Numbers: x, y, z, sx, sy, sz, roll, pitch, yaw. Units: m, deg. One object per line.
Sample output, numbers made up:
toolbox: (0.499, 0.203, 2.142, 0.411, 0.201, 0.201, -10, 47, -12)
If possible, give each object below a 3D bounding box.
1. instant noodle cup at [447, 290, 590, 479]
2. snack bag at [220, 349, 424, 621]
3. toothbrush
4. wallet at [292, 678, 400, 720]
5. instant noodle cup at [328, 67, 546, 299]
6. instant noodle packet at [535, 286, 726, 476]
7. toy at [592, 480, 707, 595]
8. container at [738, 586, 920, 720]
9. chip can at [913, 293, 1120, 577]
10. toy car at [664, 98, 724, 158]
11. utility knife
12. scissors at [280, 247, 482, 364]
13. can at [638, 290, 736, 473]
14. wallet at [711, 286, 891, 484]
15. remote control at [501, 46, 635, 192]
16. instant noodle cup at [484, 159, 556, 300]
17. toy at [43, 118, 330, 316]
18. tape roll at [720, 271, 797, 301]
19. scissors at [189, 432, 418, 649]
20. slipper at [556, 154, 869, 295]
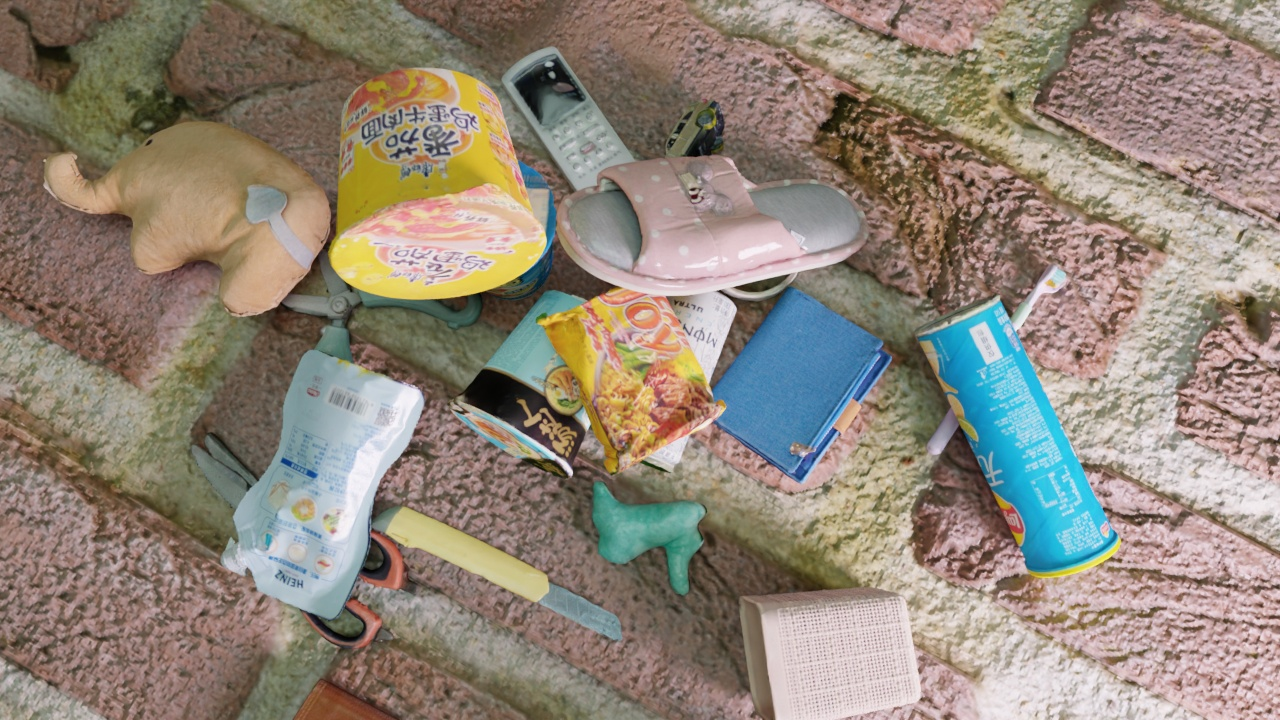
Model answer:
instant noodle cup: (-0.072, 0.013, 0.714, 0.111, 0.111, 0.120, 29, 74, 4)
snack bag: (-0.248, 0.094, 0.715, 0.110, 0.039, 0.191, 20, 84, -2)
toothbrush: (0.293, 0.001, 0.759, 0.021, 0.029, 0.189, 30, 81, 45)
wallet: (-0.233, 0.319, 0.697, 0.101, 0.032, 0.124, 31, 82, 2)
instant noodle cup: (-0.138, -0.118, 0.612, 0.138, 0.138, 0.109, -10, 71, -2)
instant noodle packet: (-0.004, 0.004, 0.669, 0.110, 0.044, 0.128, -24, 86, -30)
toy: (0.009, 0.140, 0.729, 0.092, 0.030, 0.096, -6, 86, 1)
container: (0.140, 0.217, 0.688, 0.111, 0.090, 0.090, -7, 80, -5)
chip can: (0.289, 0.057, 0.710, 0.071, 0.071, 0.210, -25, 88, -5)
toy car: (0.040, -0.176, 0.775, 0.035, 0.042, 0.090, 22, 75, 25)
utility knife: (-0.111, 0.167, 0.726, 0.219, 0.022, 0.030, 22, 62, 9)
scissors: (-0.209, -0.026, 0.760, 0.180, 0.019, 0.170, -18, 80, -2)
can: (0.026, 0.013, 0.734, 0.058, 0.058, 0.146, 21, 81, 3)
wallet: (0.127, 0.019, 0.745, 0.106, 0.040, 0.133, 35, 82, 14)
remote control: (-0.059, -0.199, 0.788, 0.058, 0.021, 0.150, -34, 83, -6)
instant noodle cup: (-0.110, -0.094, 0.725, 0.099, 0.110, 0.099, 0, 80, 0)
toy: (-0.362, -0.131, 0.746, 0.226, 0.083, 0.143, 25, 73, 6)
tape roll: (0.094, -0.094, 0.775, 0.086, 0.014, 0.085, 0, 80, 0)
scissors: (-0.270, 0.131, 0.736, 0.193, 0.015, 0.206, -9, 81, -1)
slipper: (0.067, -0.111, 0.703, 0.273, 0.055, 0.114, -7, 57, -27)
